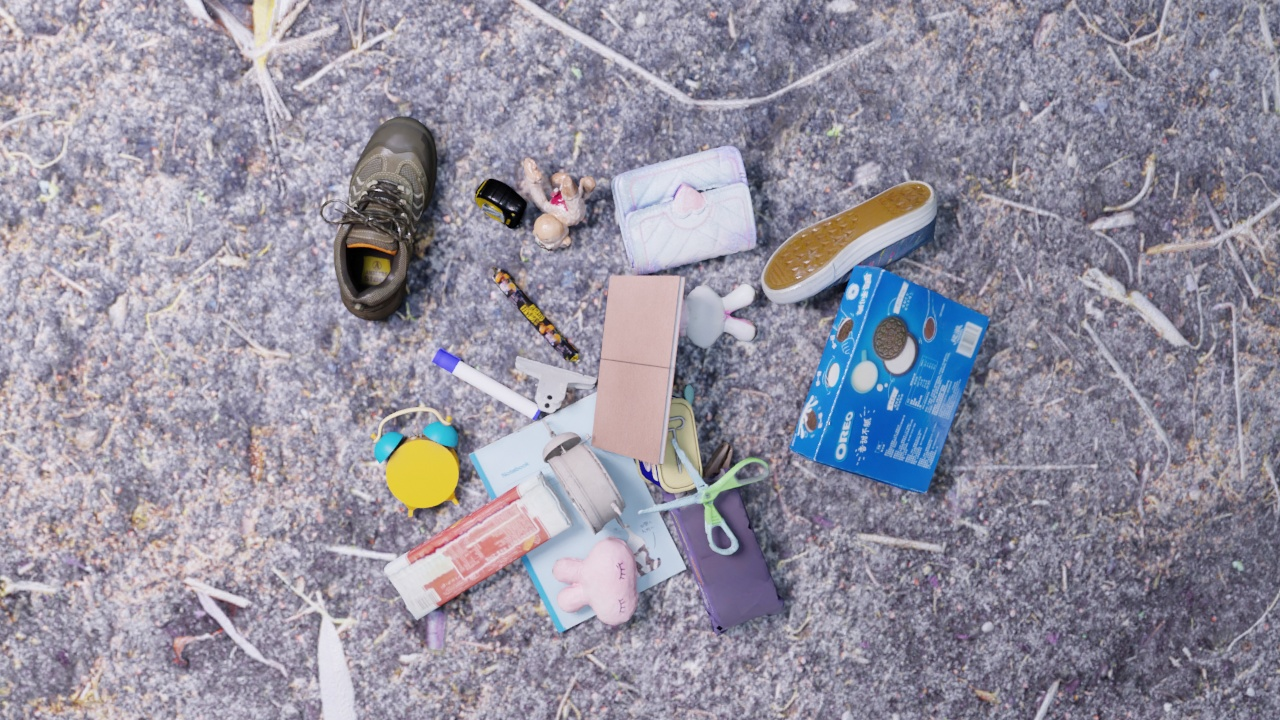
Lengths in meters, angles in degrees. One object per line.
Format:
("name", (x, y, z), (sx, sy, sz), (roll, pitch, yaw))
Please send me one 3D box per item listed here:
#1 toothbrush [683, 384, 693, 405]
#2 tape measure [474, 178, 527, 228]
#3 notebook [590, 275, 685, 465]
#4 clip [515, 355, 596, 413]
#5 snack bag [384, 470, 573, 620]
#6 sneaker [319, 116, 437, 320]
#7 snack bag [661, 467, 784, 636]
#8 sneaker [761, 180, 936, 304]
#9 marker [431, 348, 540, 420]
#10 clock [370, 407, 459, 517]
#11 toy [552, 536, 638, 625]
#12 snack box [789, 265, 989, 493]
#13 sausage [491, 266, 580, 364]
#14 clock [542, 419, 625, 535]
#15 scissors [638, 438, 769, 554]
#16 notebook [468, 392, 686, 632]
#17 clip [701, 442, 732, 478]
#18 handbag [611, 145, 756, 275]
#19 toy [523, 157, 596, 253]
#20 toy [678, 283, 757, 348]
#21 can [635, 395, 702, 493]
("toothbrush", (0.062, 0.096, 1.143), (0.022, 0.017, 0.135), (-4, 98, -7))
("tape measure", (-0.164, -0.182, 1.068), (0.061, 0.062, 0.034), (33, 75, -5))
("notebook", (-0.006, 0.006, 1.064), (0.008, 0.142, 0.209), (6, 91, -35))
("clip", (-0.105, 0.030, 1.102), (0.101, 0.046, 0.055), (15, 60, -7))
("snack bag", (-0.194, 0.221, 1.106), (0.225, 0.041, 0.077), (-32, 97, 0))
("sneaker", (-0.295, -0.160, 1.015), (0.101, 0.143, 0.238), (12, 93, -7))
("snack bag", (0.104, 0.239, 1.130), (0.096, 0.058, 0.205), (-22, 104, -4))
("sneaker", (0.257, -0.131, 1.124), (0.235, 0.087, 0.079), (-30, 132, 0))
("marker", (-0.184, 0.029, 1.107), (0.141, 0.020, 0.020), (30, 91, -8))
("clock", (-0.263, 0.119, 1.095), (0.099, 0.043, 0.130), (-13, 103, -5))
("toy", (-0.054, 0.271, 1.118), (0.105, 0.053, 0.108), (-7, 98, 9))
("snack box", (0.303, 0.027, 1.109), (0.195, 0.056, 0.239), (18, 93, -30))
("sausage", (-0.127, -0.053, 1.105), (0.020, 0.020, 0.155), (-42, 98, -2))
("clock", (-0.070, 0.130, 1.087), (0.061, 0.103, 0.157), (-33, 71, -10))
("scissors", (0.077, 0.160, 1.060), (0.171, 0.023, 0.172), (-14, 112, -18))
("notebook", (-0.076, 0.189, 1.137), (0.181, 0.009, 0.253), (-26, 97, -4))
("clip", (0.100, 0.134, 1.146), (0.059, 0.026, 0.052), (-28, 100, -3))
("handbag", (0.053, -0.177, 1.092), (0.158, 0.069, 0.126), (-15, 98, -8))
("toy", (-0.104, -0.177, 1.079), (0.085, 0.074, 0.106), (26, 115, 22))
("toy", (0.084, -0.055, 1.120), (0.122, 0.038, 0.079), (-3, 107, -7))
("can", (0.029, 0.096, 1.095), (0.056, 0.092, 0.116), (-11, 96, -15))
